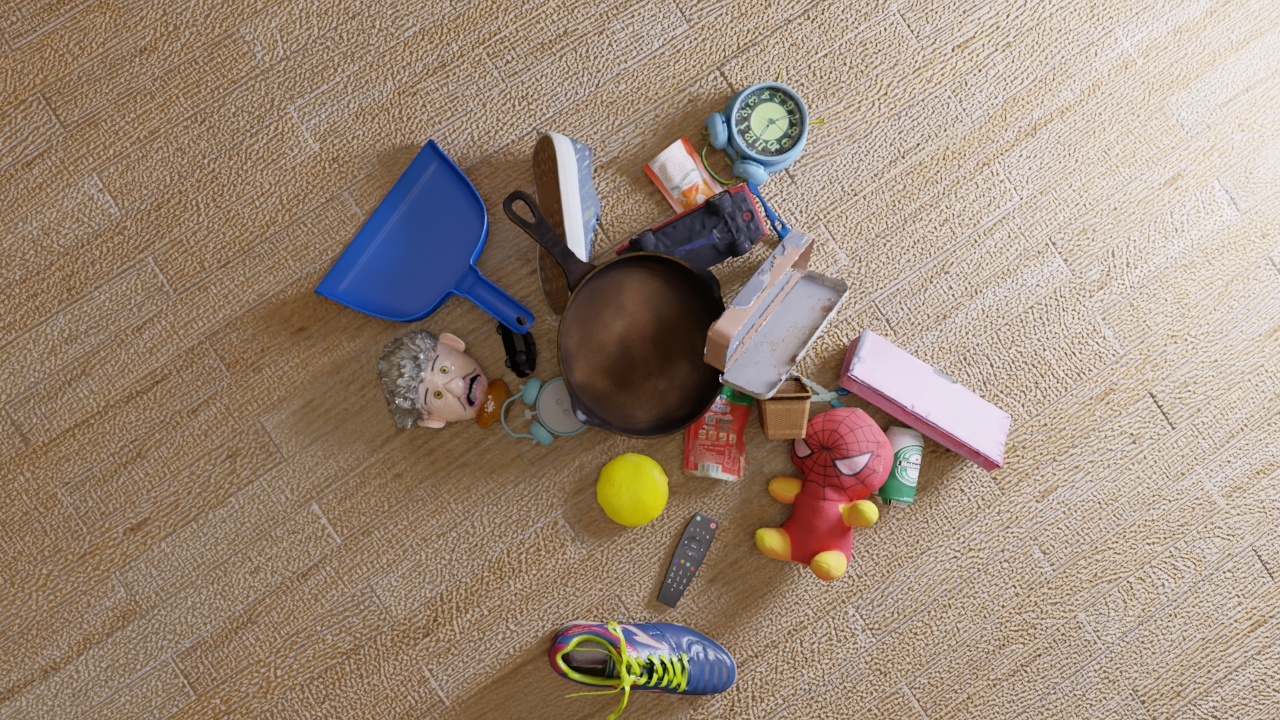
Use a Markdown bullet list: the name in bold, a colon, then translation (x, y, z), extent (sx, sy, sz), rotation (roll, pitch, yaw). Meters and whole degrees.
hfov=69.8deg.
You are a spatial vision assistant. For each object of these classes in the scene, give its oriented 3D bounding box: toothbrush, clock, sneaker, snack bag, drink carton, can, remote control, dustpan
- **toothbrush**: translation (0.175, -0.183, 1.195), extent (0.021, 0.016, 0.132), rotation (-47, 114, -11)
- **clock**: translation (0.150, -0.293, 1.193), extent (0.162, 0.060, 0.118), rotation (-43, 93, 0)
- **sneaker**: translation (0.004, 0.384, 1.140), extent (0.242, 0.091, 0.116), rotation (8, 85, -4)
- **snack bag**: translation (0.102, 0.077, 1.188), extent (0.087, 0.044, 0.155), rotation (9, 83, -9)
- **drink carton**: translation (0.067, -0.224, 1.200), extent (0.069, 0.039, 0.122), rotation (-37, 98, 1)
- **can**: translation (0.334, 0.138, 1.191), extent (0.053, 0.053, 0.101), rotation (12, 87, -3)
- **sneaker**: translation (-0.083, -0.171, 1.167), extent (0.079, 0.088, 0.235), rotation (-6, 93, -36)
- **remote control**: translation (0.059, 0.259, 1.189), extent (0.039, 0.010, 0.124), rotation (27, 86, -2)
- **dustpan**: translation (-0.241, -0.115, 1.151), extent (0.257, 0.059, 0.245), rotation (36, 86, 2)
- **clock**: translation (-0.115, 0.062, 1.163), extent (0.123, 0.042, 0.087), rotation (-13, 91, -13)

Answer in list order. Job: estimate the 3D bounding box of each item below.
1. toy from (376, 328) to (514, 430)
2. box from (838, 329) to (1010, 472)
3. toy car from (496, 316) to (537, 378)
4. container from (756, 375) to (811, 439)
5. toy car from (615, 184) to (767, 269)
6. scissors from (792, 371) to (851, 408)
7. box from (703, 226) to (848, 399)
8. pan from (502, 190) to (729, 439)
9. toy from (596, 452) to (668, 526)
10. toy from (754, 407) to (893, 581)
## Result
- **toy**: translation (-0.244, 0.034, 1.149), extent (0.176, 0.076, 0.132), rotation (17, 87, -12)
- **box**: translation (0.369, 0.050, 1.180), extent (0.233, 0.046, 0.097), rotation (31, 47, -2)
- **toy car**: translation (-0.156, -0.024, 1.172), extent (0.036, 0.042, 0.091), rotation (-14, 88, -30)
- **container**: translation (0.178, 0.058, 1.158), extent (0.063, 0.114, 0.061), rotation (-2, 101, 2)
- **toy car**: translation (0.065, -0.152, 1.178), extent (0.189, 0.056, 0.081), rotation (-27, 107, 4)
- **scissors**: translation (0.258, 0.038, 1.213), extent (0.133, 0.015, 0.103), rotation (31, 90, 2)
- **box**: translation (0.163, -0.067, 1.132), extent (0.215, 0.095, 0.108), rotation (-49, 134, -29)
- **pan**: translation (-0.040, -0.064, 1.116), extent (0.248, 0.043, 0.356), rotation (-47, 106, -13)
- **toy**: translation (-0.010, 0.165, 1.174), extent (0.094, 0.041, 0.095), rotation (-11, 89, 1)
- **toy**: translation (0.239, 0.163, 1.160), extent (0.148, 0.098, 0.216), rotation (20, 85, 29)
